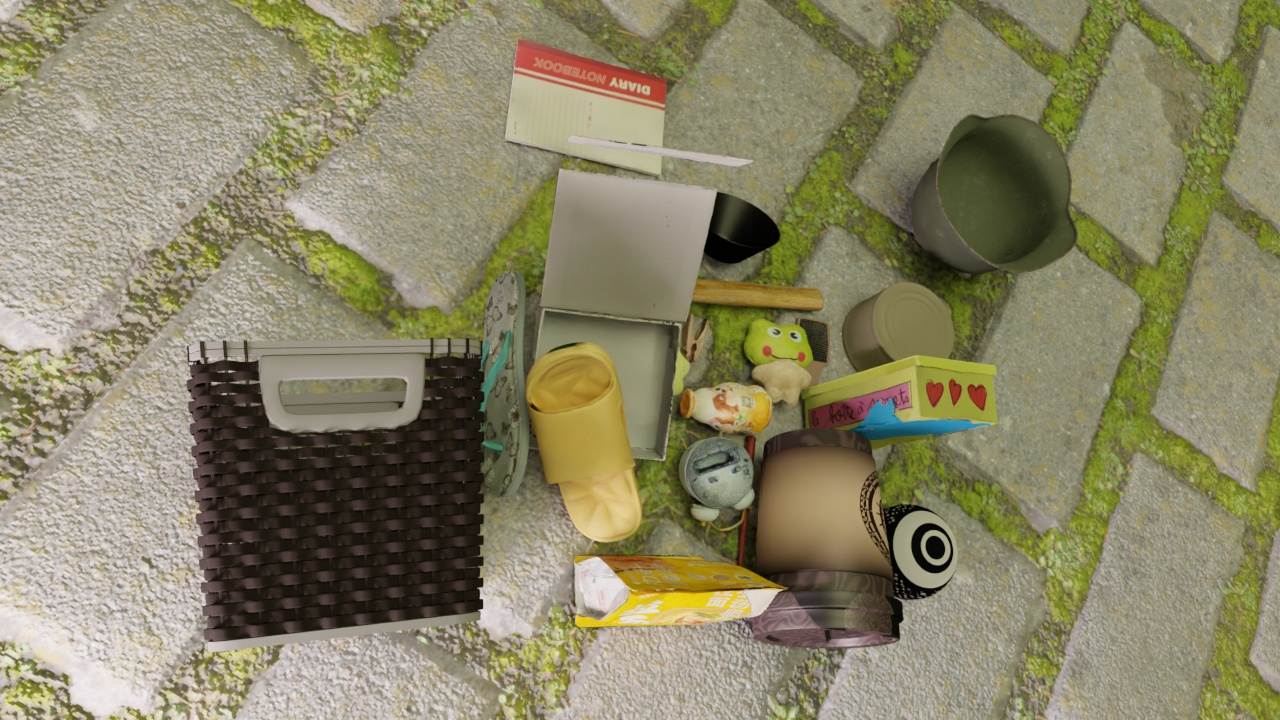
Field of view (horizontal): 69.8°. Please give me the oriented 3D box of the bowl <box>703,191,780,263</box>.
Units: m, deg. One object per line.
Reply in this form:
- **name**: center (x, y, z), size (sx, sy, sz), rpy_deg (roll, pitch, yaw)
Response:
- **bowl**: center (0.112, -0.161, 1.183), size (0.124, 0.053, 0.123), rpy_deg (15, 37, -12)

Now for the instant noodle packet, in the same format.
- **instant noodle packet**: center (0.034, 0.240, 0.953), size (0.163, 0.222, 0.084), rpy_deg (6, 75, -17)

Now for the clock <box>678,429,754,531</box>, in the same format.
- **clock**: center (0.091, 0.145, 1.087), size (0.083, 0.057, 0.117), rpy_deg (-16, 91, -15)

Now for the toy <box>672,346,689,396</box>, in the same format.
- **toy**: center (-0.007, 0.006, 1.092), size (0.135, 0.045, 0.092), rpy_deg (15, 101, -20)

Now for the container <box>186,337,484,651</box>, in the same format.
- **container**: center (-0.280, 0.128, 0.863), size (0.247, 0.246, 0.243), rpy_deg (-1, 78, -20)

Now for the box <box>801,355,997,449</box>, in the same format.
- **box**: center (0.306, 0.054, 1.102), size (0.124, 0.221, 0.079), rpy_deg (5, 74, -22)

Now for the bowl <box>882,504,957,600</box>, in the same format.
- **bowl**: center (0.351, 0.238, 1.152), size (0.120, 0.066, 0.120), rpy_deg (6, 72, -18)

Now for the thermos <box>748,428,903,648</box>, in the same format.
- **thermos**: center (0.209, 0.206, 1.062), size (0.172, 0.173, 0.225), rpy_deg (10, 65, -17)

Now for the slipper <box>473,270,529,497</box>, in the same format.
- **slipper**: center (-0.169, 0.022, 1.016), size (0.054, 0.098, 0.268), rpy_deg (15, 60, -34)

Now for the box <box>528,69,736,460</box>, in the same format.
- **box**: center (-0.022, -0.088, 0.990), size (0.166, 0.108, 0.419), rpy_deg (6, 109, -10)

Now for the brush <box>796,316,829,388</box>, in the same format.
- **brush**: center (0.228, 0.007, 1.206), size (0.050, 0.015, 0.135), rpy_deg (10, 71, -18)

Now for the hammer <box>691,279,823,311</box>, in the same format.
- **hammer**: center (0.087, -0.089, 1.163), size (0.330, 0.033, 0.132), rpy_deg (3, 53, -24)

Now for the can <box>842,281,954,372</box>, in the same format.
- **can**: center (0.346, -0.035, 1.229), size (0.127, 0.073, 0.127), rpy_deg (6, 72, -18)

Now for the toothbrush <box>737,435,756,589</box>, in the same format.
- **toothbrush**: center (0.131, 0.184, 1.117), size (0.016, 0.016, 0.189), rpy_deg (14, 70, -21)

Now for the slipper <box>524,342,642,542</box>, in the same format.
- **slipper**: center (-0.056, 0.104, 0.961), size (0.099, 0.264, 0.078), rpy_deg (-9, 35, 8)

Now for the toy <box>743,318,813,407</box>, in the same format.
- **toy**: center (0.177, 0.003, 1.169), size (0.092, 0.043, 0.117), rpy_deg (9, 62, -13)

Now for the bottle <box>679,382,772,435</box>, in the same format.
- **bottle**: center (0.104, 0.057, 1.120), size (0.109, 0.063, 0.063), rpy_deg (8, 72, -17)

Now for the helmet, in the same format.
- **helmet**: center (0.481, -0.221, 1.289), size (0.267, 0.154, 0.227), rpy_deg (-44, 93, -21)

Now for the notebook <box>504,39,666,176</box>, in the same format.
- **notebook**: center (-0.067, -0.331, 1.202), size (0.208, 0.012, 0.153), rpy_deg (10, 71, -18)

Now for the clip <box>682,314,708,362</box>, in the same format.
- **clip**: center (0.060, -0.031, 1.152), size (0.045, 0.025, 0.061), rpy_deg (23, 71, -12)
